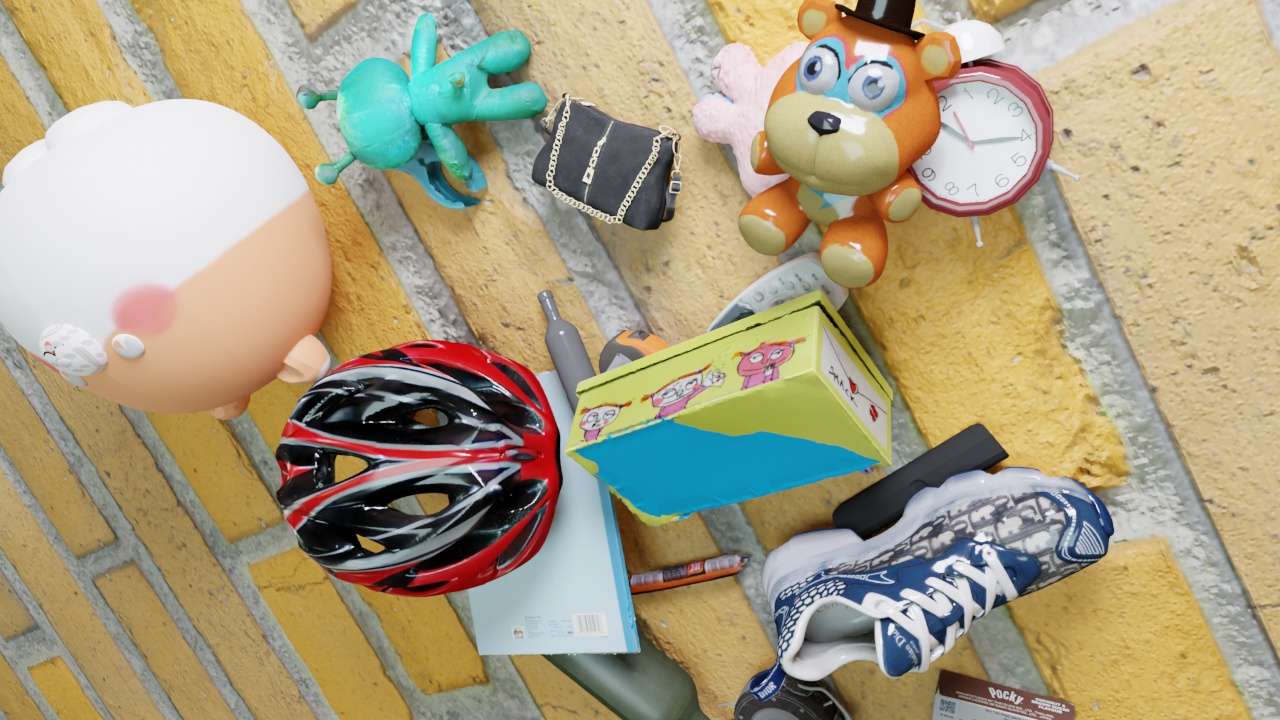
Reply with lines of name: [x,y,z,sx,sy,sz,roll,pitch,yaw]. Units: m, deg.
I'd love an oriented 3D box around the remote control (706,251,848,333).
remote control: [0.103,-0.034,0.688,0.115,0.028,0.060,-37,91,34]

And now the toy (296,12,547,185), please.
toy: [-0.172,-0.202,0.715,0.193,0.072,0.130,-14,98,10]

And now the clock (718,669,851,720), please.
clock: [0.134,0.314,0.811,0.091,0.043,0.123,50,123,0]

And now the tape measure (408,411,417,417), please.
tape measure: [-0.230,0.046,0.880,0.019,0.059,0.051,38,93,7]

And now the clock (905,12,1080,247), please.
clock: [0.202,-0.148,0.578,0.096,0.048,0.137,-38,92,33]

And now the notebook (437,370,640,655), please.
notebook: [-0.098,0.141,0.832,0.181,0.009,0.253,-11,88,30]

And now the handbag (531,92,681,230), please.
handbag: [-0.024,-0.151,0.696,0.128,0.054,0.079,26,109,18]

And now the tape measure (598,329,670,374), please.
tape measure: [-0.004,0.004,0.752,0.059,0.038,0.058,40,123,6]

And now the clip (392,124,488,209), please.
clip: [-0.178,-0.179,0.771,0.120,0.027,0.103,40,125,7]

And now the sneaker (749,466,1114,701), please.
sneaker: [0.200,0.170,0.653,0.270,0.132,0.103,-25,107,29]

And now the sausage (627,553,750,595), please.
sausage: [0.031,0.195,0.828,0.156,0.020,0.020,-20,101,32]

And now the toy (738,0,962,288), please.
toy: [0.124,-0.136,0.550,0.112,0.096,0.176,25,112,25]

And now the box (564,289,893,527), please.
box: [0.063,0.045,0.690,0.222,0.079,0.124,-21,129,35]

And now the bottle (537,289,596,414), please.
bottle: [-0.061,-0.007,0.775,0.030,0.030,0.113,-27,83,33]

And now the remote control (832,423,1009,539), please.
remote control: [0.210,0.095,0.697,0.033,0.015,0.147,50,123,0]

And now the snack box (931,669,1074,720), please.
snack box: [0.289,0.352,0.757,0.101,0.031,0.186,9,115,23]

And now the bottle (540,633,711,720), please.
bottle: [-0.002,0.301,0.859,0.207,0.071,0.072,36,122,9]

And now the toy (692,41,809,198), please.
toy: [0.084,-0.169,0.629,0.105,0.053,0.108,34,123,23]

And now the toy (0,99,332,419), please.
toy: [-0.399,-0.077,0.787,0.263,0.264,0.281,-20,114,29]

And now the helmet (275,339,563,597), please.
helmet: [-0.198,0.090,0.774,0.272,0.166,0.217,-8,81,23]

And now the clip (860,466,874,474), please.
clip: [0.158,0.065,0.713,0.045,0.014,0.051,-5,107,28]
